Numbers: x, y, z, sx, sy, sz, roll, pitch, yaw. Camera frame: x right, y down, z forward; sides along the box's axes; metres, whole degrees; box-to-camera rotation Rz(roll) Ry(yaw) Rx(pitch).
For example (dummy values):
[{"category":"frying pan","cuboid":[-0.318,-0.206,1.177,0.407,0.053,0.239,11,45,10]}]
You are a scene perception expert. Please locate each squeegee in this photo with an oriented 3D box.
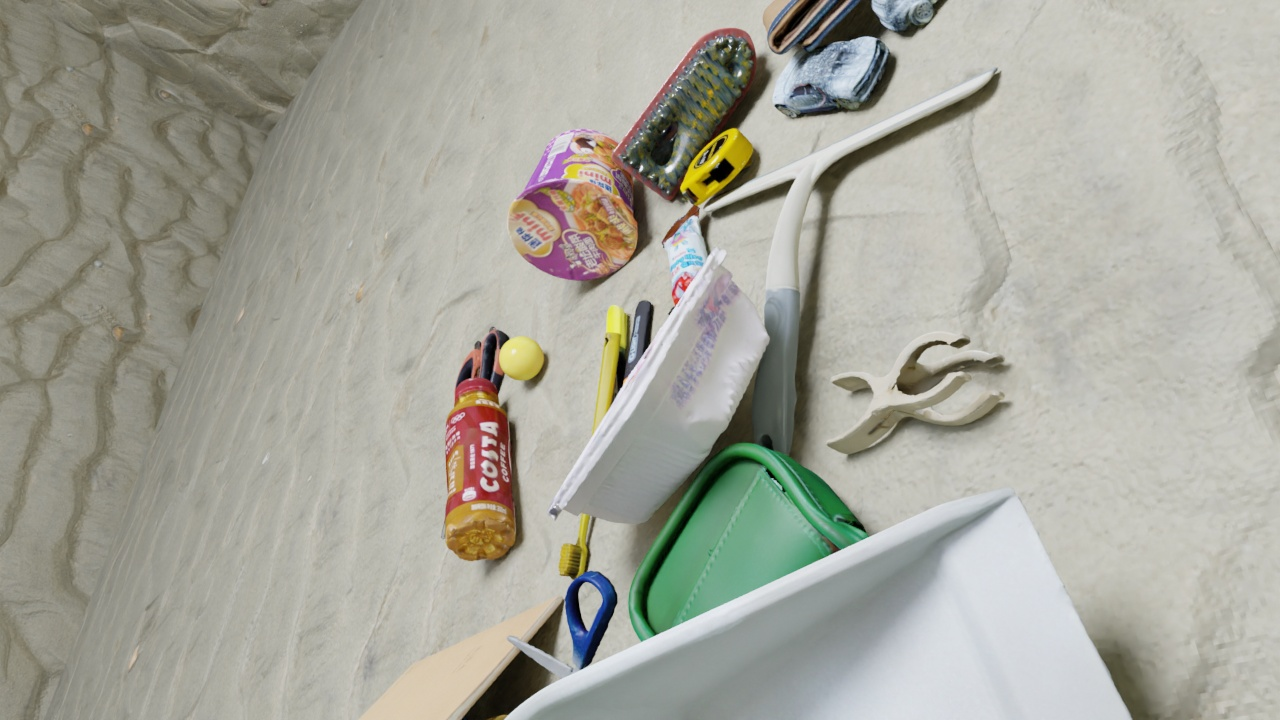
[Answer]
[{"category":"squeegee","cuboid":[0.094,-0.047,0.579,0.247,0.039,0.246,-15,55,50]}]

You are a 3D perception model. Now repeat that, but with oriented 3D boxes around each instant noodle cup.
[{"category":"instant noodle cup","cuboid":[-0.053,-0.142,0.807,0.112,0.111,0.099,-35,31,37]},{"category":"instant noodle cup","cuboid":[0.015,0.030,0.557,0.137,0.060,0.174,-59,0,-37]}]

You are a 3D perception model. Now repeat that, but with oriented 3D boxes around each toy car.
[{"category":"toy car","cuboid":[0.192,-0.262,0.607,0.091,0.034,0.043,-47,32,21]},{"category":"toy car","cuboid":[0.130,-0.203,0.652,0.106,0.031,0.049,16,78,59]}]

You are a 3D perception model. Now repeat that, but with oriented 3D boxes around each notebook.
[{"category":"notebook","cuboid":[-0.160,0.248,0.671,0.212,0.012,0.149,-34,4,38]}]

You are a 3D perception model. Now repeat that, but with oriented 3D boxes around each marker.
[{"category":"marker","cuboid":[-0.004,0.004,0.704,0.018,0.015,0.123,-22,47,39]},{"category":"marker","cuboid":[-0.018,0.009,0.724,0.018,0.015,0.124,-34,44,39]}]

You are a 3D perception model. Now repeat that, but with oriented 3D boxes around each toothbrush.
[{"category":"toothbrush","cuboid":[-0.037,0.067,0.685,0.016,0.016,0.189,-15,60,51]}]

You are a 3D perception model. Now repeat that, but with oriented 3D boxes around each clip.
[{"category":"clip","cuboid":[0.137,0.018,0.477,0.101,0.034,0.076,-25,48,51]}]

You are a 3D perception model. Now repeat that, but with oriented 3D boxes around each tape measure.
[{"category":"tape measure","cuboid":[0.062,-0.150,0.709,0.057,0.029,0.059,-34,23,36]}]

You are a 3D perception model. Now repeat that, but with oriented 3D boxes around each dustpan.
[{"category":"dustpan","cuboid":[0.042,0.200,0.329,0.259,0.142,0.222,-41,57,38]}]

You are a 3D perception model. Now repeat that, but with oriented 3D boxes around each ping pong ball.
[{"category":"ping pong ball","cuboid":[-0.108,-0.002,0.833,0.040,0.040,0.040,-35,41,37]}]

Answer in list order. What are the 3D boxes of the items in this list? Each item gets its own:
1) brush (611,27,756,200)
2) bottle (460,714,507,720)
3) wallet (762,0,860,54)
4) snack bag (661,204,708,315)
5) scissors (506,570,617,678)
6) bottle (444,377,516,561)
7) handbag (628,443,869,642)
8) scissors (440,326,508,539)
[{"category":"brush","cuboid":[0.041,-0.209,0.759,0.146,0.063,0.069,-53,12,13]},{"category":"bottle","cuboid":[-0.158,0.297,0.659,0.219,0.065,0.065,-35,41,36]},{"category":"wallet","cuboid":[0.128,-0.267,0.672,0.090,0.033,0.115,-40,20,21]},{"category":"snack bag","cuboid":[0.036,-0.075,0.695,0.045,0.026,0.105,-47,32,32]},{"category":"scissors","cuboid":[-0.030,0.190,0.545,0.176,0.012,0.162,24,124,42]},{"category":"bottle","cuboid":[-0.140,0.088,0.796,0.058,0.057,0.174,-44,36,26]},{"category":"handbag","cuboid":[0.063,0.120,0.481,0.131,0.068,0.120,-57,40,6]},{"category":"scissors","cuboid":[-0.175,0.071,0.899,0.210,0.015,0.177,-61,33,1]}]
